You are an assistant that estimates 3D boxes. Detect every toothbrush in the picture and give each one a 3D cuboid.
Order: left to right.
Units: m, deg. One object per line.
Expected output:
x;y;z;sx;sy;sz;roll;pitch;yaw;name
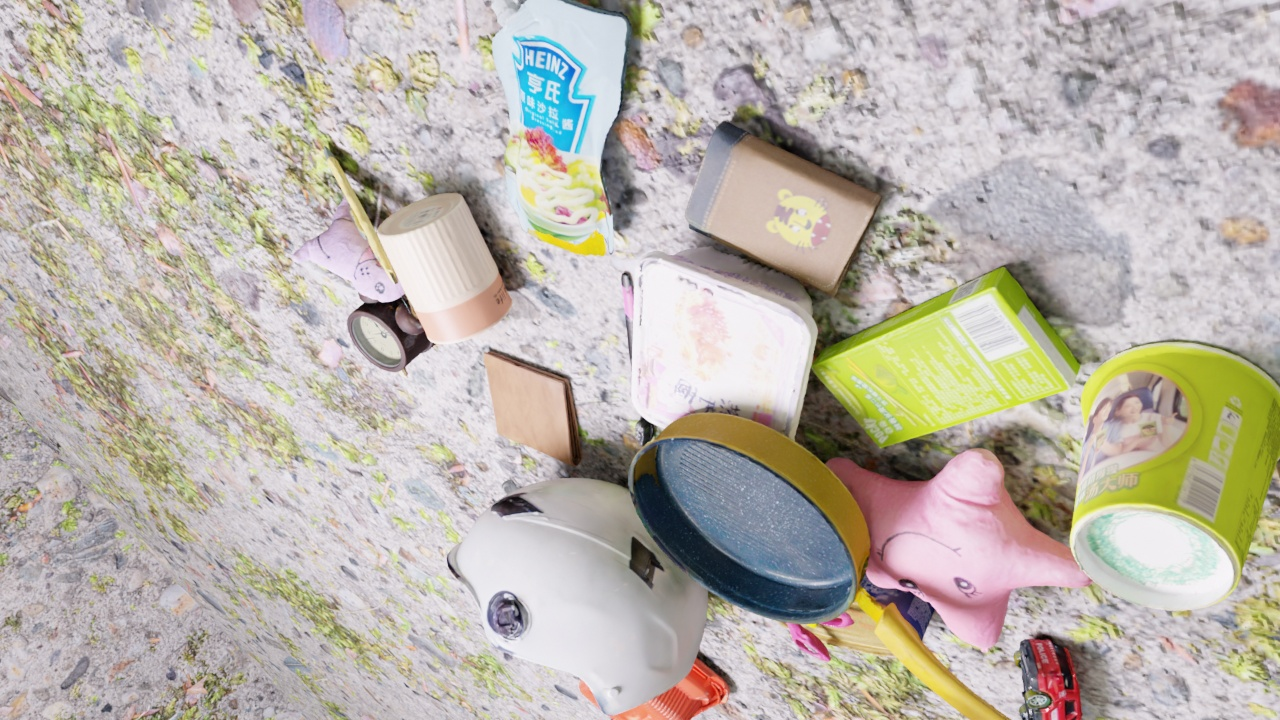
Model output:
-0.005;0.005;0.793;0.014;0.017;0.189;19;136;28;toothbrush

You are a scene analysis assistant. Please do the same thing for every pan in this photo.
0.140;0.168;0.680;0.358;0.078;0.198;26;142;21;pan

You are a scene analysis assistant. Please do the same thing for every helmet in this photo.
-0.044;0.193;0.879;0.259;0.228;0.146;33;102;19;helmet

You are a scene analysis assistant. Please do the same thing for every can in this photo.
0.184;0.216;0.817;0.148;0.049;0.075;0;127;40;can

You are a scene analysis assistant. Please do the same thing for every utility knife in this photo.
-0.241;-0.116;0.818;0.188;0.020;0.031;54;169;17;utility knife

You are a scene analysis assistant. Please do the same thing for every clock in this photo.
-0.247;-0.041;0.918;0.082;0.055;0.122;34;140;8;clock

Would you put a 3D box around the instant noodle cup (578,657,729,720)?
0.003;0.395;1.122;0.164;0.078;0.189;38;140;0;instant noodle cup

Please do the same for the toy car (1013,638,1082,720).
0.336;0.282;0.753;0.045;0.052;0.121;-7;122;14;toy car

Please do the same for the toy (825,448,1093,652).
0.235;0.143;0.677;0.195;0.074;0.178;-11;111;51;toy

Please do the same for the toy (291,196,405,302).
-0.255;-0.098;0.854;0.108;0.083;0.039;32;165;7;toy

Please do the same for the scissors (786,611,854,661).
0.131;0.228;0.817;0.134;0.017;0.131;4;134;37;scissors

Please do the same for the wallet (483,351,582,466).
-0.109;0.048;0.921;0.101;0.020;0.115;20;135;25;wallet

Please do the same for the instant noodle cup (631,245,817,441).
0.066;-0.008;0.687;0.138;0.060;0.174;23;141;20;instant noodle cup

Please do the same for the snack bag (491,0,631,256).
-0.058;-0.167;0.653;0.110;0.038;0.191;33;142;27;snack bag

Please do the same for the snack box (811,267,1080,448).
0.198;0.004;0.615;0.086;0.026;0.157;48;141;-10;snack box

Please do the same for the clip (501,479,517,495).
-0.142;0.162;1.057;0.045;0.027;0.058;-6;120;52;clip

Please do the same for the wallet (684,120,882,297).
0.091;-0.097;0.603;0.115;0.033;0.090;27;140;10;wallet

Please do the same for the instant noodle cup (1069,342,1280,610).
0.297;0.070;0.519;0.112;0.123;0.112;23;139;21;instant noodle cup

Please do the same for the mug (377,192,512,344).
-0.175;-0.085;0.805;0.114;0.081;0.106;38;153;56;mug
